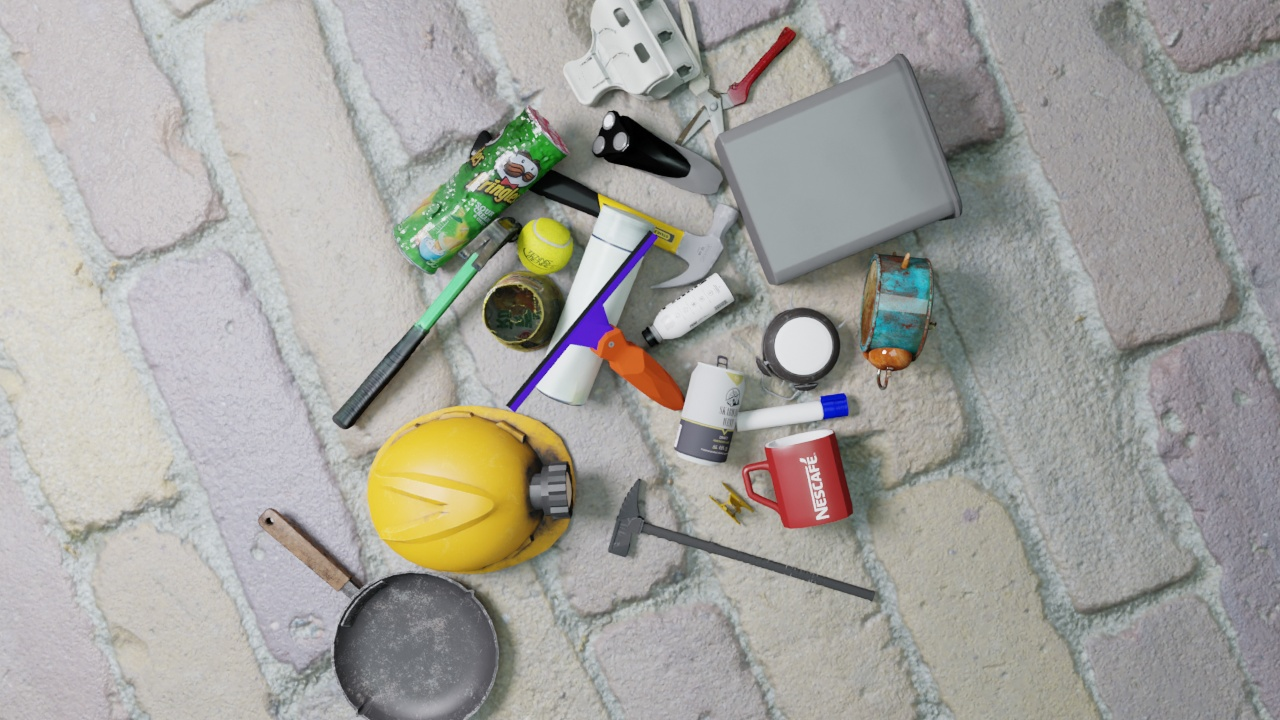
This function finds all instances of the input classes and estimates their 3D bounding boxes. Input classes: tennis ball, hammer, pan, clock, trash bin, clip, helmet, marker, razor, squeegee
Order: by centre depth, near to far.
[{"bbox_3d":[0.293,-0.043,1.046,0.073,0.121,0.158,7,99,5],"label":"clock"},{"bbox_3d":[0.221,-0.211,1.048,0.220,0.097,0.192,-22,95,3],"label":"trash bin"},{"bbox_3d":[-0.006,0.006,1.051,0.249,0.055,0.184,-51,128,-3],"label":"squeegee"},{"bbox_3d":[-0.020,-0.358,1.060,0.150,0.110,0.126,-27,84,-6],"label":"clip"},{"bbox_3d":[-0.208,0.159,1.060,0.255,0.131,0.205,-4,92,3],"label":"helmet"},{"bbox_3d":[-0.256,-0.040,1.076,0.032,0.130,0.319,41,102,-7],"label":"hammer"},{"bbox_3d":[-0.112,-0.134,1.079,0.065,0.065,0.065,0,92,1],"label":"tennis ball"},{"bbox_3d":[0.024,-0.238,1.080,0.156,0.060,0.057,20,104,-19],"label":"razor"},{"bbox_3d":[0.188,-0.012,1.086,0.091,0.044,0.123,25,92,1],"label":"clock"},{"bbox_3d":[-0.054,-0.187,1.096,0.323,0.029,0.127,25,93,1],"label":"hammer"},{"bbox_3d":[0.107,0.176,1.098,0.054,0.048,0.046,44,133,-1],"label":"clip"},{"bbox_3d":[0.180,0.063,1.098,0.133,0.023,0.027,-8,111,2],"label":"marker"},{"bbox_3d":[0.128,0.232,1.112,0.325,0.015,0.095,17,92,0],"label":"hammer"},{"bbox_3d":[-0.327,0.299,1.115,0.357,0.040,0.207,43,93,1],"label":"pan"}]

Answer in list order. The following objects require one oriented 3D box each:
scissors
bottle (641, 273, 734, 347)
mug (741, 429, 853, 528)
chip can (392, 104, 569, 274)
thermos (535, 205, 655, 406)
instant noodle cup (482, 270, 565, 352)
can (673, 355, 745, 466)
[{"bbox_3d":[0.090,-0.345,1.091,0.199,0.015,0.179,-42,92,3],"label":"scissors"},{"bbox_3d":[0.054,-0.056,1.089,0.116,0.041,0.041,-34,91,2],"label":"bottle"},{"bbox_3d":[0.181,0.141,1.075,0.116,0.080,0.096,-13,91,8],"label":"mug"},{"bbox_3d":[-0.188,-0.194,1.059,0.223,0.075,0.075,-39,91,11],"label":"chip can"},{"bbox_3d":[-0.054,-0.063,1.062,0.068,0.068,0.230,22,101,1],"label":"thermos"},{"bbox_3d":[-0.141,-0.056,1.061,0.102,0.108,0.102,0,94,0],"label":"instant noodle cup"},{"bbox_3d":[0.083,0.057,1.081,0.064,0.064,0.127,14,92,1],"label":"can"}]
